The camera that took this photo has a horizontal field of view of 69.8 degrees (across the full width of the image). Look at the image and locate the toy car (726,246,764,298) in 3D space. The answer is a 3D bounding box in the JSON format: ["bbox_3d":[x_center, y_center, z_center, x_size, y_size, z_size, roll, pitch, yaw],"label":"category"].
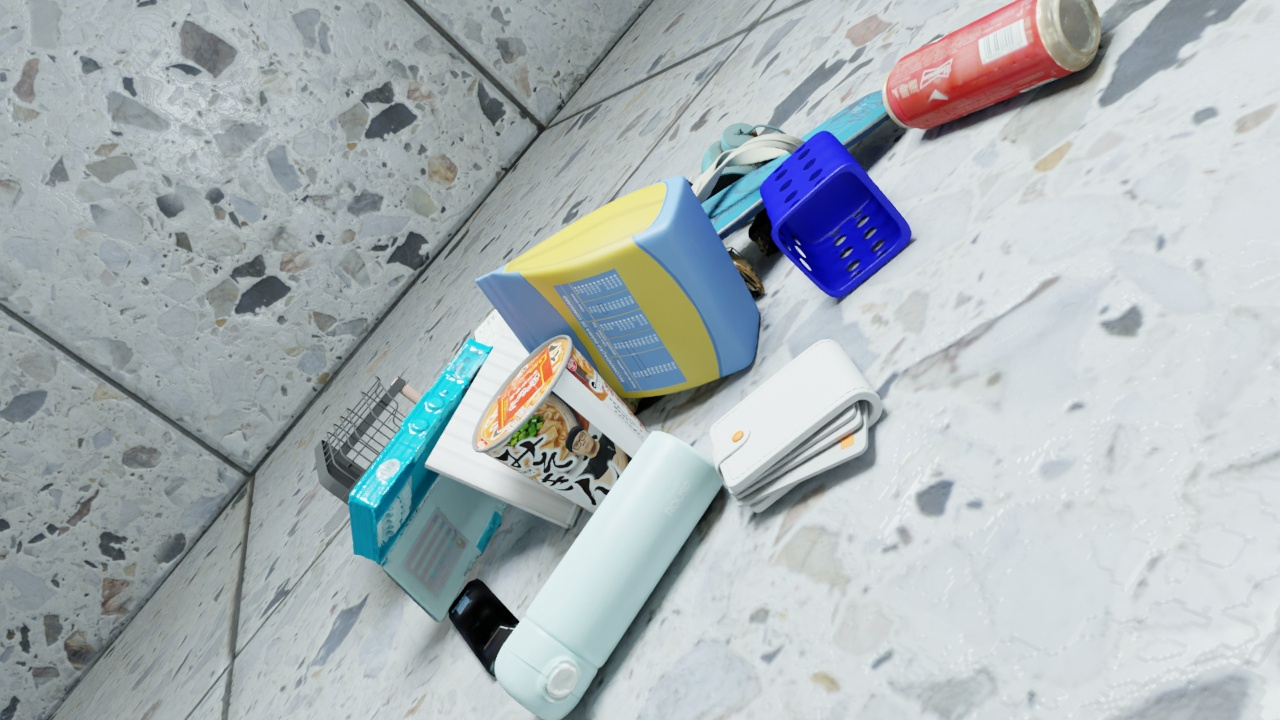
[{"bbox_3d":[0.078,-0.080,0.877,0.112,0.047,0.047,-13,41,56],"label":"toy car"}]

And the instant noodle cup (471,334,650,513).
[{"bbox_3d":[-0.058,0.064,0.792,0.124,0.122,0.123,-41,22,20],"label":"instant noodle cup"}]

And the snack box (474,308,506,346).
[{"bbox_3d":[-0.137,0.005,1.087,0.057,0.104,0.208,-45,20,3],"label":"snack box"}]

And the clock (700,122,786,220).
[{"bbox_3d":[0.112,-0.197,0.955,0.125,0.090,0.053,130,157,-55],"label":"clock"}]

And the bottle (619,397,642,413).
[{"bbox_3d":[-0.005,0.005,0.903,0.043,0.043,0.110,-24,32,49],"label":"bottle"}]

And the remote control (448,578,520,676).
[{"bbox_3d":[-0.140,0.229,0.808,0.047,0.022,0.150,-54,21,-13],"label":"remote control"}]

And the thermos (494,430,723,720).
[{"bbox_3d":[-0.022,0.150,0.646,0.206,0.065,0.078,-54,19,-15],"label":"thermos"}]

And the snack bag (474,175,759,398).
[{"bbox_3d":[-0.021,-0.046,0.800,0.206,0.159,0.102,-19,32,25],"label":"snack bag"}]

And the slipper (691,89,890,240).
[{"bbox_3d":[0.106,-0.180,0.866,0.295,0.060,0.118,-34,14,4],"label":"slipper"}]

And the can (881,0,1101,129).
[{"bbox_3d":[0.273,-0.237,0.731,0.067,0.067,0.170,-57,22,-22],"label":"can"}]

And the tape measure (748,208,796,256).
[{"bbox_3d":[0.138,-0.144,0.881,0.067,0.038,0.062,-35,23,34],"label":"tape measure"}]

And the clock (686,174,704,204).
[{"bbox_3d":[0.039,-0.163,1.098,0.121,0.042,0.091,-54,24,11],"label":"clock"}]

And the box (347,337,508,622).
[{"bbox_3d":[-0.195,0.112,0.900,0.072,0.182,0.226,4,41,22],"label":"box"}]

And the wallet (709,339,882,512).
[{"bbox_3d":[0.103,0.049,0.614,0.118,0.037,0.115,-40,22,12],"label":"wallet"}]

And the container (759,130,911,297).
[{"bbox_3d":[0.153,-0.122,0.747,0.085,0.085,0.113,-40,21,19],"label":"container"}]

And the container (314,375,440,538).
[{"bbox_3d":[-0.269,0.115,1.070,0.130,0.163,0.241,-52,20,-8],"label":"container"}]

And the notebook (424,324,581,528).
[{"bbox_3d":[-0.094,0.048,0.883,0.009,0.142,0.209,112,-179,-51],"label":"notebook"}]
